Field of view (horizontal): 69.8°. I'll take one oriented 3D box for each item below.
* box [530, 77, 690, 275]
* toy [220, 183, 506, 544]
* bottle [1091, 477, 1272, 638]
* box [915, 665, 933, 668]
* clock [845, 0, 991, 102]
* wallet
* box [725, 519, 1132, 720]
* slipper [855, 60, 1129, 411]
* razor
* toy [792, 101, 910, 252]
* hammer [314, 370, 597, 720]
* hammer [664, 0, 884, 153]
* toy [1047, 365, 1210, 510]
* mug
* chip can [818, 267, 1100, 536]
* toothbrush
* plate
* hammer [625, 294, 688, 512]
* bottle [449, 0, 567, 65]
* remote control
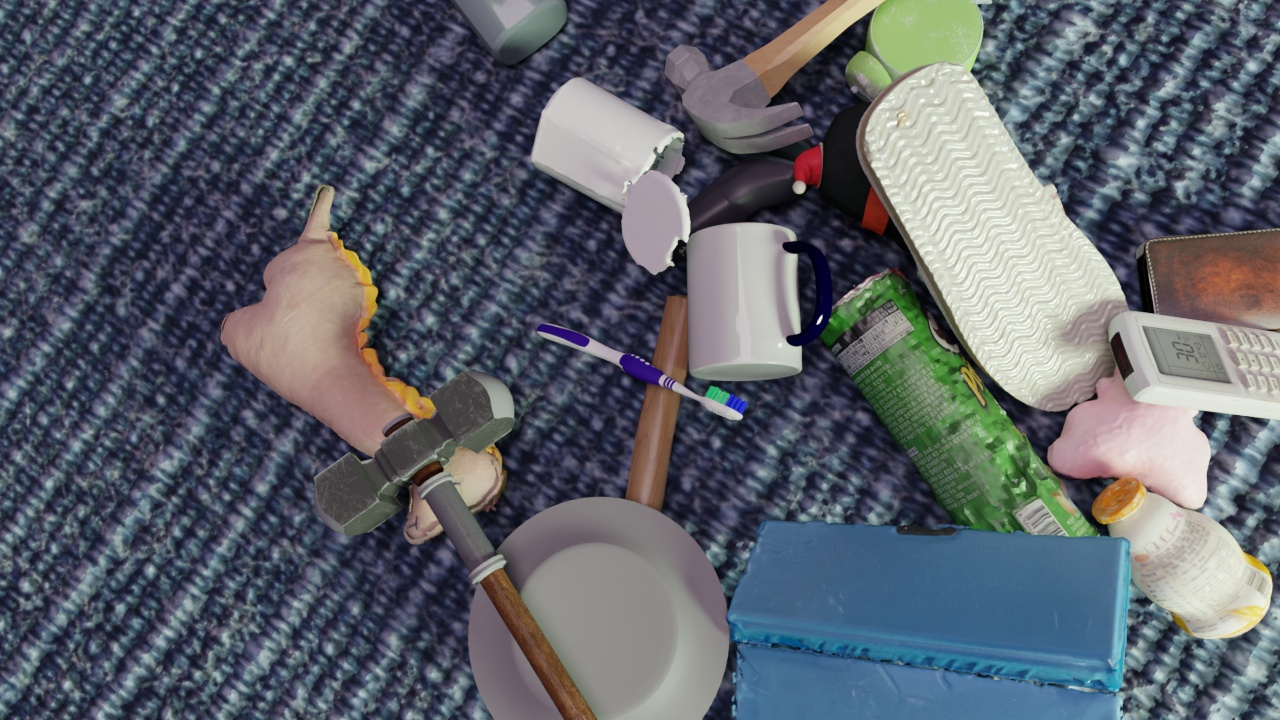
[{"bbox_3d":[-0.013,-0.135,0.669,0.160,0.118,0.085,30,124,11],"label":"box"},{"bbox_3d":[-0.198,0.004,0.698,0.264,0.065,0.196,31,92,12],"label":"toy"},{"bbox_3d":[0.335,0.121,0.574,0.108,0.063,0.063,43,90,-1],"label":"bottle"},{"bbox_3d":[0.113,0.269,0.608,0.199,0.086,0.096,-20,47,5],"label":"box"},{"bbox_3d":[0.205,-0.229,0.677,0.094,0.042,0.119,16,84,13],"label":"clock"},{"bbox_3d":[0.409,-0.052,0.622,0.123,0.019,0.072,-4,80,9],"label":"wallet"},{"bbox_3d":[0.161,0.175,0.544,0.232,0.066,0.172,-4,61,34],"label":"box"},{"bbox_3d":[0.227,-0.076,0.590,0.115,0.052,0.263,-41,113,4],"label":"slipper"},{"bbox_3d":[0.068,-0.116,0.683,0.143,0.047,0.052,-35,52,5],"label":"razor"},{"bbox_3d":[0.169,-0.135,0.637,0.119,0.099,0.097,16,85,11],"label":"toy"},{"bbox_3d":[-0.080,0.168,0.598,0.156,0.043,0.322,-36,73,-2],"label":"hammer"},{"bbox_3d":[0.171,-0.270,0.649,0.328,0.039,0.131,-37,49,8],"label":"hammer"},{"bbox_3d":[0.326,0.045,0.604,0.102,0.050,0.093,13,81,3],"label":"toy"},{"bbox_3d":[0.084,-0.041,0.637,0.112,0.078,0.096,-11,76,46],"label":"mug"},{"bbox_3d":[0.209,0.046,0.614,0.075,0.075,0.223,-34,77,3],"label":"chip can"},{"bbox_3d":[-0.004,0.004,0.662,0.187,0.015,0.016,23,76,31],"label":"toothbrush"},{"bbox_3d":[-0.031,0.180,0.613,0.178,0.012,0.178,-2,74,8],"label":"plate"},{"bbox_3d":[0.000,0.111,0.656,0.098,0.052,0.328,8,79,11],"label":"hammer"},{"bbox_3d":[-0.132,-0.322,0.750,0.072,0.046,0.161,-37,76,2],"label":"bottle"},{"bbox_3d":[0.367,0.004,0.588,0.138,0.026,0.060,7,56,-11],"label":"remote control"}]
